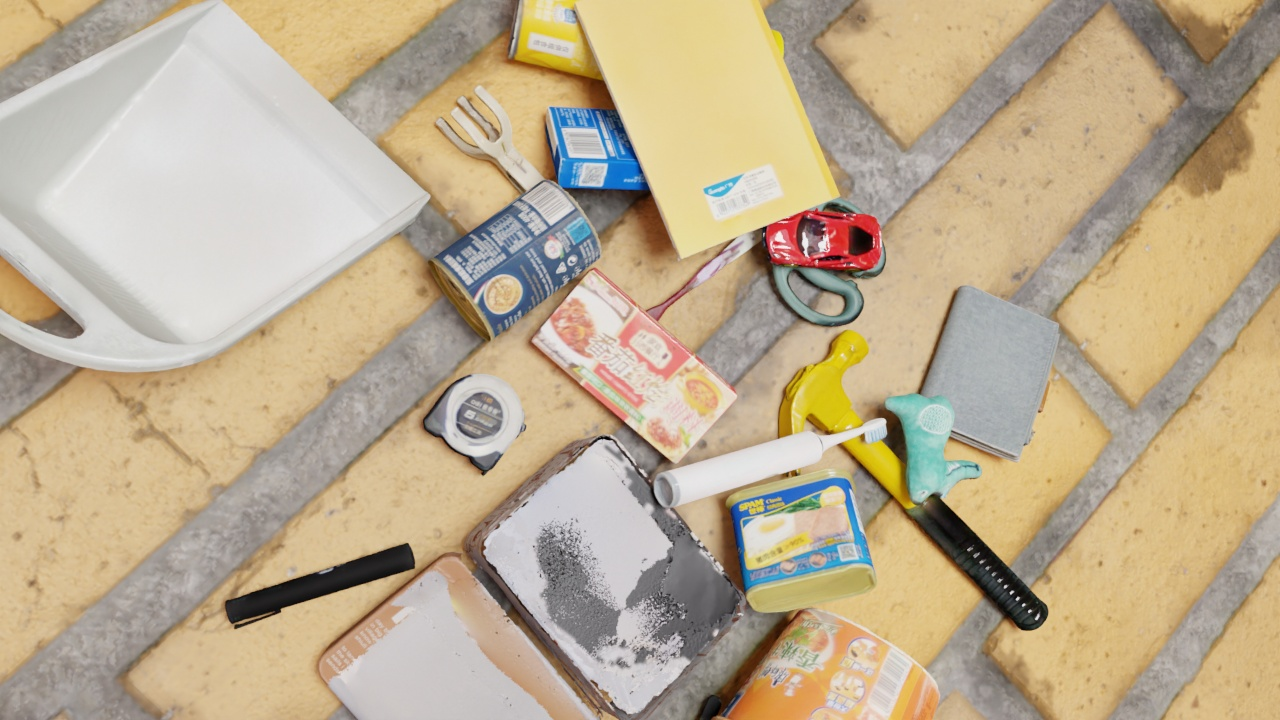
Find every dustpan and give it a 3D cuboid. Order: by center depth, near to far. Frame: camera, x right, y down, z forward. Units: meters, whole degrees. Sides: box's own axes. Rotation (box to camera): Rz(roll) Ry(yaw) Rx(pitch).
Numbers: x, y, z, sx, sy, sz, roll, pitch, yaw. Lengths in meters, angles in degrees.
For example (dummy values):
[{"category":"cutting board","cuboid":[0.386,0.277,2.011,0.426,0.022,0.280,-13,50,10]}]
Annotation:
[{"category":"dustpan","cuboid":[-0.307,-0.113,0.609,0.222,0.143,0.257,43,78,-7]}]

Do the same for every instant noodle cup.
[{"category":"instant noodle cup","cuboid":[0.145,0.266,0.688,0.151,0.152,0.111,39,69,-8]}]

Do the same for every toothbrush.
[{"category":"toothbrush","cuboid":[0.109,0.072,0.700,0.220,0.027,0.026,-12,99,-30]},{"category":"toothbrush","cuboid":[0.017,0.359,0.703,0.026,0.027,0.212,23,78,4]},{"category":"toothbrush","cuboid":[0.061,-0.079,0.764,0.187,0.017,0.016,-39,103,-17]}]

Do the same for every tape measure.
[{"category":"tape measure","cuboid":[-0.122,0.043,0.695,0.066,0.034,0.066,40,79,-9]}]

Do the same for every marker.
[{"category":"marker","cuboid":[-0.229,0.162,0.662,0.132,0.020,0.022,-16,78,-15]}]

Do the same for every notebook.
[{"category":"notebook","cuboid":[0.053,-0.196,0.698,0.145,0.010,0.206,-23,90,-16]}]

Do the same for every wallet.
[{"category":"wallet","cuboid":[0.307,0.013,0.806,0.106,0.037,0.129,23,78,0]}]

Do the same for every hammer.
[{"category":"hammer","cuboid":[0.235,0.119,0.778,0.300,0.033,0.128,44,77,-6]}]

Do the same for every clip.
[{"category":"clip","cuboid":[-0.111,-0.168,0.703,0.101,0.096,0.035,41,76,4]}]

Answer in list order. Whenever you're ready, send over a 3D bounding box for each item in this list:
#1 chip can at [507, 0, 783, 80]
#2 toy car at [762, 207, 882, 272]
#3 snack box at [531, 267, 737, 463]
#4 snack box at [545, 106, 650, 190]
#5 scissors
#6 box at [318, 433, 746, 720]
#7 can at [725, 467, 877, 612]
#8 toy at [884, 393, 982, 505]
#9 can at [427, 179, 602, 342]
[{"category":"chip can","cuboid":[0.004,-0.252,0.736,0.213,0.072,0.072,9,82,-13]},{"category":"toy car","cuboid":[0.150,-0.099,0.752,0.106,0.031,0.049,2,87,-19]},{"category":"snack box","cuboid":[-0.004,0.004,0.720,0.153,0.025,0.075,41,97,-7]},{"category":"snack box","cuboid":[0.007,-0.167,0.727,0.157,0.026,0.084,-1,43,-14]},{"category":"scissors","cuboid":[0.144,-0.120,0.775,0.129,0.019,0.185,-43,105,-17]},{"category":"box","cuboid":[-0.077,0.200,0.666,0.260,0.103,0.178,-40,95,-19]},{"category":"can","cuboid":[0.123,0.139,0.703,0.102,0.057,0.083,-16,51,12]},{"category":"toy","cuboid":[0.240,0.073,0.754,0.096,0.030,0.092,1,88,-22]},{"category":"can","cuboid":[-0.092,-0.077,0.692,0.111,0.075,0.075,-39,95,-15]}]
